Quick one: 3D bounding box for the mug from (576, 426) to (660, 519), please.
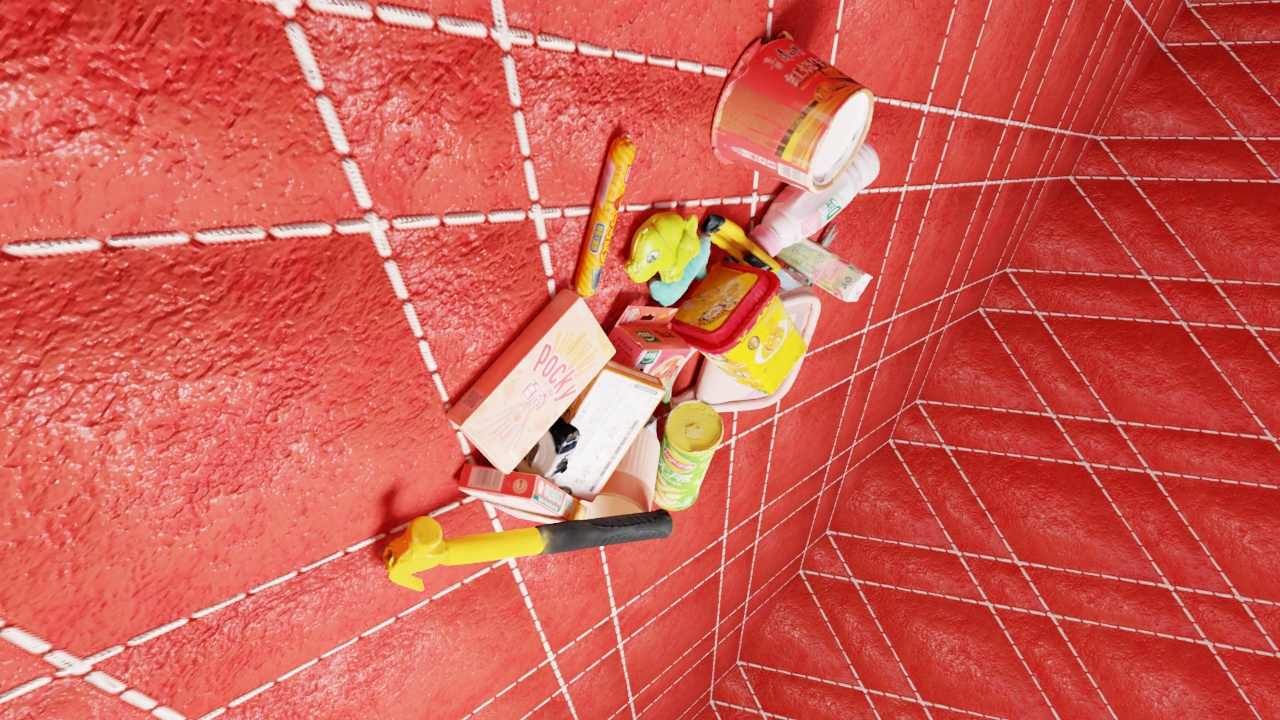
[{"bbox_3d":[-0.037,0.137,1.032,0.081,0.115,0.105,52,34,-34],"label":"mug"}]

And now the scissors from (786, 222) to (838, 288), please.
[{"bbox_3d":[0.226,-0.124,1.295,0.170,0.019,0.177,-6,128,-60],"label":"scissors"}]

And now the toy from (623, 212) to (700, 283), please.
[{"bbox_3d":[0.023,-0.112,0.898,0.096,0.031,0.100,-56,149,-9],"label":"toy"}]

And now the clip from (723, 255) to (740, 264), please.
[{"bbox_3d":[0.108,-0.109,1.095,0.047,0.014,0.057,-44,155,-30],"label":"clip"}]

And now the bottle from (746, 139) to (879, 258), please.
[{"bbox_3d":[0.206,-0.194,1.108,0.196,0.068,0.068,-42,153,-21],"label":"bottle"}]

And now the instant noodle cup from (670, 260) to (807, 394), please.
[{"bbox_3d":[0.116,-0.033,1.039,0.116,0.116,0.123,-50,124,-12],"label":"instant noodle cup"}]

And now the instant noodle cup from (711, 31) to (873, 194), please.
[{"bbox_3d":[0.152,-0.232,0.894,0.137,0.108,0.138,-43,154,-27],"label":"instant noodle cup"}]

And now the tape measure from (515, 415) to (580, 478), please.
[{"bbox_3d":[-0.096,0.080,0.883,0.033,0.066,0.066,-20,136,-55],"label":"tape measure"}]

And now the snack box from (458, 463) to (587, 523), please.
[{"bbox_3d":[-0.113,0.138,0.912,0.156,0.077,0.027,54,45,-66],"label":"snack box"}]

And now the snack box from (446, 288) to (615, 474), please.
[{"bbox_3d":[-0.095,0.019,0.828,0.157,0.026,0.084,-49,138,-15],"label":"snack box"}]

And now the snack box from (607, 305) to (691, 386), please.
[{"bbox_3d":[-0.006,0.006,0.967,0.127,0.044,0.113,-54,158,19],"label":"snack box"}]

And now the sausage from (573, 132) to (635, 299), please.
[{"bbox_3d":[-0.033,-0.121,0.796,0.021,0.021,0.165,-28,145,-47],"label":"sausage"}]

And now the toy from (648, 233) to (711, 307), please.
[{"bbox_3d":[0.047,-0.093,0.978,0.092,0.030,0.096,-49,159,-6],"label":"toy"}]

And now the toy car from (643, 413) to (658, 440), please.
[{"bbox_3d":[-0.003,0.109,1.142,0.054,0.037,0.121,-43,157,-28],"label":"toy car"}]

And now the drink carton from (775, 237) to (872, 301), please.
[{"bbox_3d":[0.230,-0.122,1.174,0.045,0.122,0.053,-61,158,17],"label":"drink carton"}]

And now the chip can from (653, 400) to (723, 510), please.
[{"bbox_3d":[0.055,0.130,1.193,0.072,0.072,0.222,-44,164,-24],"label":"chip can"}]

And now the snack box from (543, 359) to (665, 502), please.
[{"bbox_3d":[-0.046,0.072,0.919,0.075,0.026,0.154,21,114,-28],"label":"snack box"}]

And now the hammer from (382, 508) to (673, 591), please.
[{"bbox_3d":[-0.099,0.173,0.885,0.300,0.032,0.129,-1,151,-33],"label":"hammer"}]

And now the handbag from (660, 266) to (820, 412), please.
[{"bbox_3d":[0.110,-0.009,1.168,0.233,0.093,0.194,-22,141,-35],"label":"handbag"}]

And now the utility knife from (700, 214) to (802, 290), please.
[{"bbox_3d":[0.132,-0.117,1.047,0.033,0.015,0.216,-31,148,25],"label":"utility knife"}]
